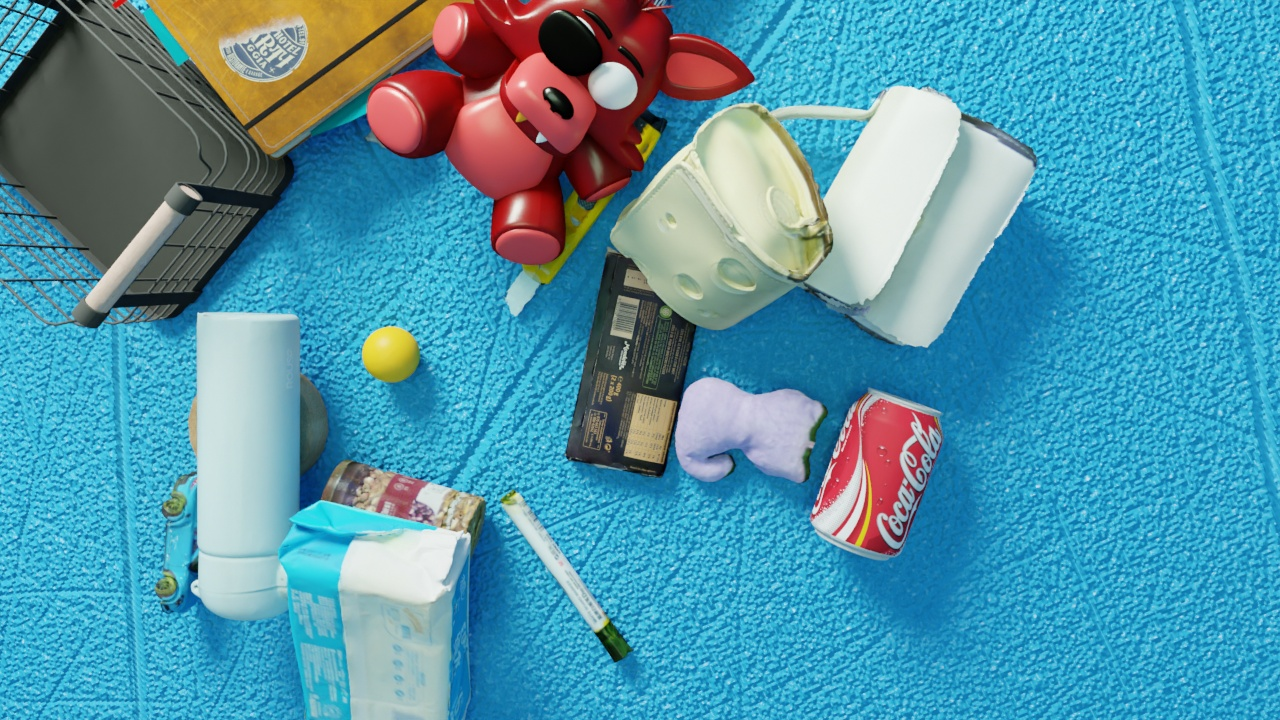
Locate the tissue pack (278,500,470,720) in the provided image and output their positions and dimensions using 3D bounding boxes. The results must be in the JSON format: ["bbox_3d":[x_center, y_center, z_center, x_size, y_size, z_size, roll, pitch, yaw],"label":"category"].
[{"bbox_3d":[-0.177,0.193,0.632,0.117,0.065,0.210,10,121,5],"label":"tissue pack"}]

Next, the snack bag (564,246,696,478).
[{"bbox_3d":[-0.004,0.004,0.652,0.074,0.018,0.155,13,95,5],"label":"snack bag"}]

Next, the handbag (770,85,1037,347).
[{"bbox_3d":[0.146,-0.108,0.604,0.176,0.074,0.151,30,96,3],"label":"handbag"}]

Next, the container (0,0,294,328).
[{"bbox_3d":[-0.381,-0.146,0.616,0.241,0.130,0.163,44,99,1],"label":"container"}]

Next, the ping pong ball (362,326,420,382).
[{"bbox_3d":[-0.178,-0.004,0.656,0.040,0.040,0.040,0,94,5],"label":"ping pong ball"}]

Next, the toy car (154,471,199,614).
[{"bbox_3d":[-0.328,0.135,0.677,0.032,0.048,0.105,9,93,1],"label":"toy car"}]

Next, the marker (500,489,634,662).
[{"bbox_3d":[-0.054,0.156,0.668,0.017,0.017,0.146,-35,90,6],"label":"marker"}]

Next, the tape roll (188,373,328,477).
[{"bbox_3d":[-0.281,0.048,0.675,0.094,0.027,0.094,0,94,5],"label":"tape roll"}]

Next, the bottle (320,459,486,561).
[{"bbox_3d":[-0.169,0.111,0.656,0.105,0.056,0.056,15,95,3],"label":"bottle"}]

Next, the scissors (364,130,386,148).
[{"bbox_3d":[-0.212,-0.217,0.656,0.172,0.014,0.141,-13,98,9],"label":"scissors"}]

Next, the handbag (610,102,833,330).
[{"bbox_3d":[0.054,-0.084,0.582,0.081,0.119,0.111,-36,90,-29],"label":"handbag"}]

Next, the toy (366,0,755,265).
[{"bbox_3d":[-0.053,-0.168,0.571,0.198,0.120,0.158,-33,114,30],"label":"toy"}]

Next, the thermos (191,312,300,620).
[{"bbox_3d":[-0.267,0.071,0.627,0.078,0.065,0.207,2,94,11],"label":"thermos"}]

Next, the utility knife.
[{"bbox_3d":[-0.042,-0.104,0.652,0.030,0.017,0.175,38,99,11],"label":"utility knife"}]

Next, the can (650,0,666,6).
[{"bbox_3d":[-0.002,-0.270,0.611,0.063,0.063,0.114,32,96,2],"label":"can"}]

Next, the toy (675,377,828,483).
[{"bbox_3d":[0.074,0.053,0.641,0.100,0.036,0.080,14,105,8],"label":"toy"}]

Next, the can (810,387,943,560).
[{"bbox_3d":[0.160,0.076,0.619,0.064,0.064,0.105,19,95,3],"label":"can"}]

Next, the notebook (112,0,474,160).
[{"bbox_3d":[-0.205,-0.256,0.619,0.249,0.014,0.178,-38,89,-5],"label":"notebook"}]
